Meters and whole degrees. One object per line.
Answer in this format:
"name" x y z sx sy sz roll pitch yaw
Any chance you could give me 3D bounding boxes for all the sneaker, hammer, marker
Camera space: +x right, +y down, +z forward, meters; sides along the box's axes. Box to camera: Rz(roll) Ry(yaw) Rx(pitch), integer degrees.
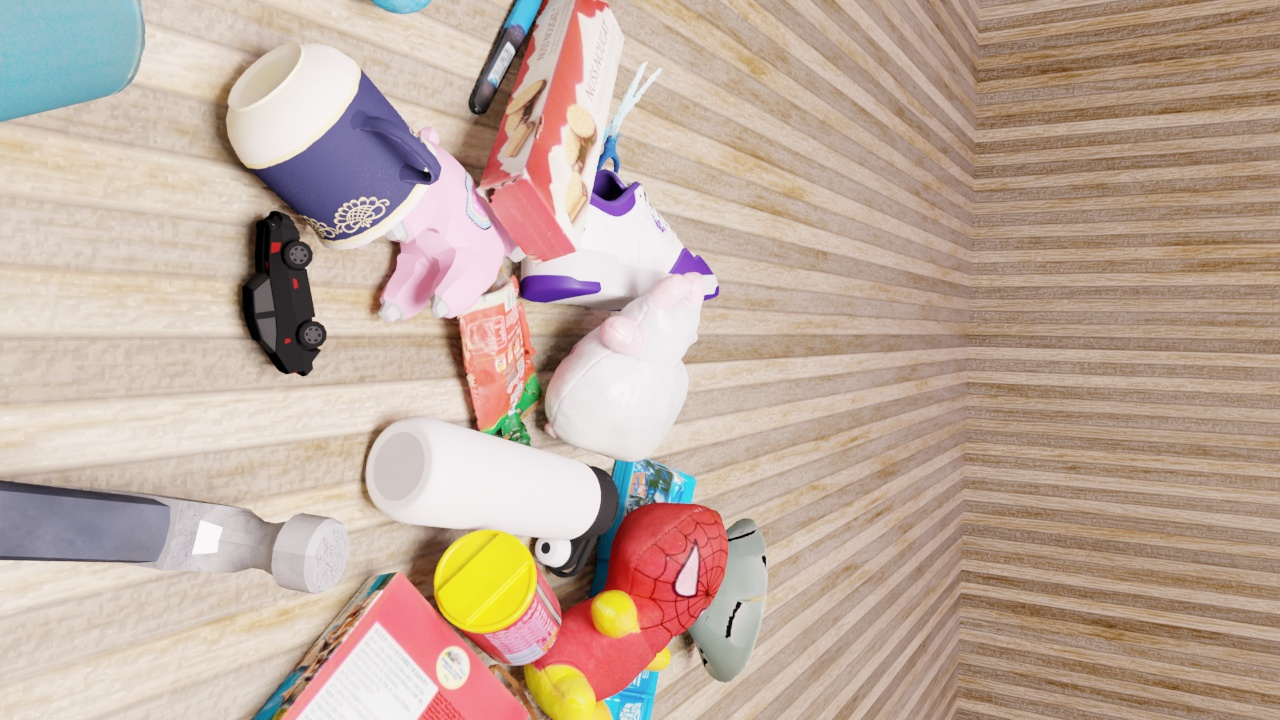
"sneaker" -0.015 -0.103 0.789 0.243 0.092 0.111 0 86 -58
"hammer" -0.233 0.051 0.302 0.312 0.139 0.035 51 46 -73
"marker" -0.102 -0.235 0.693 0.018 0.015 0.122 45 57 -46

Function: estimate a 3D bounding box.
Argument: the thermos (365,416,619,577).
"thermos" -0.102 0.108 0.670 0.229 0.068 0.101 25 96 -56

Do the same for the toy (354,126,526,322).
"toy" -0.125 -0.094 0.613 0.157 0.067 0.123 -61 140 -45

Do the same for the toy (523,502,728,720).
"toy" -0.007 0.203 0.756 0.215 0.099 0.148 -50 161 -22

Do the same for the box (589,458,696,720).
"box" 0.012 0.229 0.882 0.175 0.060 0.243 37 61 -56

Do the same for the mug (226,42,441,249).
"mug" -0.164 -0.121 0.497 0.089 0.112 0.085 51 54 -46

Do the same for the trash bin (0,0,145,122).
"trash bin" -0.280 -0.125 0.227 0.218 0.197 0.199 -43 129 -59

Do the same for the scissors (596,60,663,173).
"scissors" -0.017 -0.195 0.770 0.135 0.016 0.083 -50 156 17

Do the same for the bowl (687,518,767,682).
"bowl" 0.070 0.247 0.967 0.174 0.068 0.174 -166 -89 -77

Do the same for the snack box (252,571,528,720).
"snack box" -0.155 0.232 0.565 0.142 0.040 0.144 54 43 -18

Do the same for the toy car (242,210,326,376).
"toy car" -0.201 -0.036 0.509 0.036 0.042 0.092 -14 105 -33

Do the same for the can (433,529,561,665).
"can" -0.096 0.169 0.640 0.124 0.067 0.066 81 25 -61

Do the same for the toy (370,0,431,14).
"toy" -0.163 -0.304 0.496 0.191 0.099 0.224 31 79 -63

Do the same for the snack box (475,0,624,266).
"snack box" -0.056 -0.192 0.678 0.077 0.044 0.272 56 31 -41

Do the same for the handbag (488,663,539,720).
"handbag" -0.080 0.300 0.703 0.093 0.043 0.196 -88 167 -61

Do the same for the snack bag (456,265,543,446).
"snack bag" -0.102 0.012 0.692 0.087 0.044 0.155 -52 140 -50

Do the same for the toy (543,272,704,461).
"toy" -0.004 0.004 0.745 0.138 0.101 0.180 -7 132 -54
